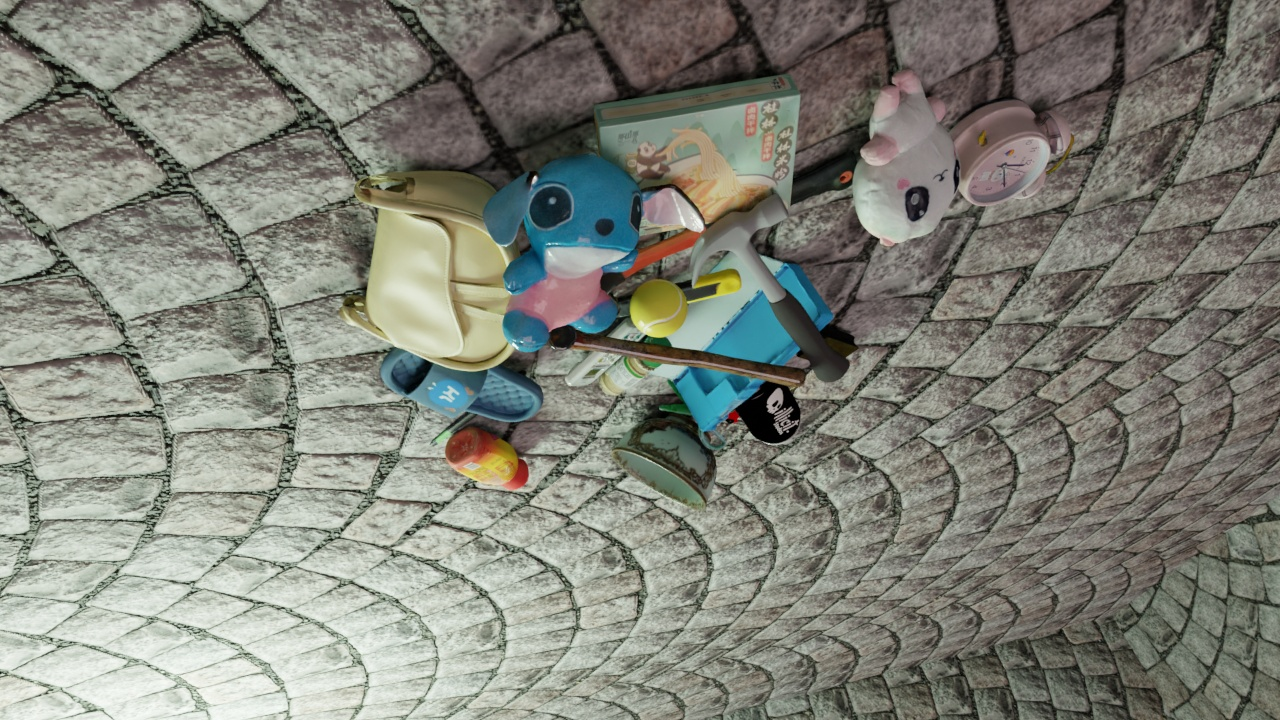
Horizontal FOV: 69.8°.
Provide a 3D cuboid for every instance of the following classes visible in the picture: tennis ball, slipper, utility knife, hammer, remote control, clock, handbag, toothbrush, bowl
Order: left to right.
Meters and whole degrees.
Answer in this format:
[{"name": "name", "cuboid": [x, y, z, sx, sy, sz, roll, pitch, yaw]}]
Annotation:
[{"name": "handbag", "cuboid": [-0.200, -0.085, 0.926, 0.190, 0.088, 0.233, 1, 141, -22]}, {"name": "slipper", "cuboid": [-0.212, 0.036, 1.100, 0.213, 0.059, 0.104, 23, 131, -37]}, {"name": "toothbrush", "cuboid": [-0.212, 0.067, 1.190, 0.188, 0.017, 0.014, -36, 133, 25]}, {"name": "remote control", "cuboid": [-0.041, -0.013, 1.150, 0.134, 0.022, 0.050, -41, 160, 29]}, {"name": "tennis ball", "cuboid": [0.020, -0.059, 1.029, 0.065, 0.065, 0.065, -13, 145, -9]}, {"name": "utility knife", "cuboid": [0.035, -0.076, 1.092, 0.174, 0.020, 0.029, -14, 127, 10]}, {"name": "hammer", "cuboid": [0.038, -0.006, 1.084, 0.330, 0.033, 0.120, 10, 180, -17]}, {"name": "bowl", "cuboid": [0.048, 0.134, 1.320, 0.093, 0.160, 0.160, -57, 150, -19]}, {"name": "hammer", "cuboid": [0.085, -0.151, 1.022, 0.333, 0.033, 0.133, -23, 145, 3]}, {"name": "hammer", "cuboid": [0.162, -0.059, 1.042, 0.125, 0.029, 0.311, -27, 136, 18]}, {"name": "handbag", "cuboid": [0.224, 0.012, 1.322, 0.084, 0.027, 0.179, 15, 138, -37]}, {"name": "clock", "cuboid": [0.418, -0.232, 1.041, 0.157, 0.058, 0.117, -7, 144, -19]}]

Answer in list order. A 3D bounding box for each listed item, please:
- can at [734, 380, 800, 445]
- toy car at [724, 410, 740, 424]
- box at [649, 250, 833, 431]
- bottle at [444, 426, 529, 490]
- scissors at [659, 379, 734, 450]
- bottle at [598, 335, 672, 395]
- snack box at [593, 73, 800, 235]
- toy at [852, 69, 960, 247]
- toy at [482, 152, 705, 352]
[{"name": "can", "cuboid": [0.170, 0.054, 1.286, 0.080, 0.080, 0.146, -26, 139, 10]}, {"name": "toy car", "cuboid": [0.120, 0.068, 1.342, 0.089, 0.025, 0.038, 15, 130, -42]}, {"name": "box", "cuboid": [0.106, -0.022, 1.157, 0.113, 0.114, 0.244, -2, 144, -45]}, {"name": "bottle", "cuboid": [-0.206, 0.139, 1.262, 0.071, 0.048, 0.134, -29, 144, 15]}, {"name": "scissors", "cuboid": [0.078, 0.078, 1.273, 0.130, 0.112, 0.012, 4, 164, -29]}, {"name": "bottle", "cuboid": [-0.007, 0.007, 1.174, 0.042, 0.042, 0.110, 16, 141, -40]}, {"name": "snack box", "cuboid": [0.056, -0.200, 0.910, 0.193, 0.044, 0.142, -10, 141, -4]}, {"name": "toy", "cuboid": [0.278, -0.215, 0.970, 0.138, 0.101, 0.180, -35, 132, -22]}, {"name": "toy", "cuboid": [-0.053, -0.104, 0.880, 0.223, 0.099, 0.192, -8, 130, -35]}]
